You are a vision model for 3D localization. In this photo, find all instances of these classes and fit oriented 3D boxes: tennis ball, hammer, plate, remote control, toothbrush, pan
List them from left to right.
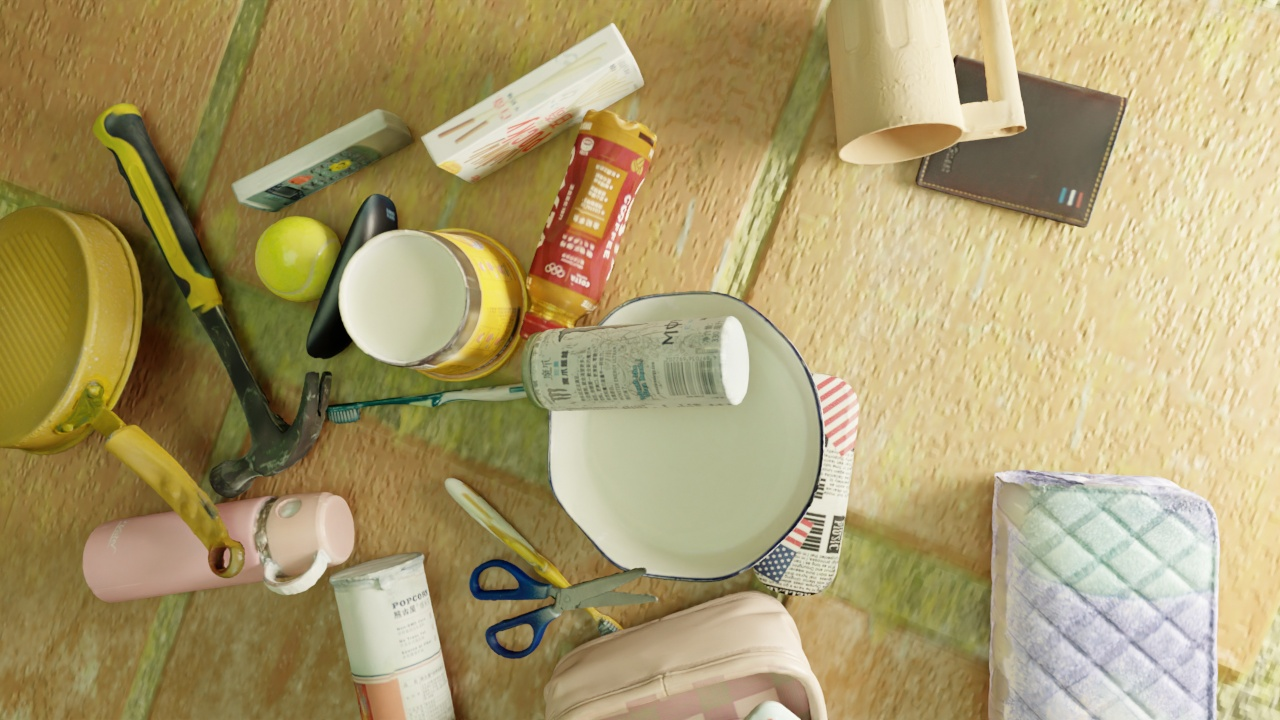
[{"bbox_3d":[-0.416,0.030,0.704,0.198,0.078,0.357,-49,66,12],"label":"pan"},{"bbox_3d":[-0.350,-0.060,0.733,0.126,0.031,0.323,-29,85,15],"label":"hammer"},{"bbox_3d":[-0.262,-0.078,0.707,0.065,0.065,0.065,0,91,8],"label":"tennis ball"},{"bbox_3d":[-0.243,-0.152,0.707,0.135,0.056,0.019,-24,88,7],"label":"remote control"},{"bbox_3d":[-0.217,-0.061,0.706,0.024,0.053,0.136,24,94,16],"label":"remote control"},{"bbox_3d":[-0.158,0.033,0.718,0.192,0.016,0.018,-6,100,9],"label":"toothbrush"},{"bbox_3d":[-0.081,0.156,0.706,0.191,0.018,0.016,42,94,4],"label":"toothbrush"},{"bbox_3d":[0.032,0.054,0.655,0.205,0.045,0.205,-2,86,22],"label":"plate"}]

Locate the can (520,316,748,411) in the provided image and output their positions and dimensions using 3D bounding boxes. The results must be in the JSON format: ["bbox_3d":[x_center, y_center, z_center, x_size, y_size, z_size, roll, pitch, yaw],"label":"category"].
[{"bbox_3d":[-0.004,0.004,0.616,0.147,0.058,0.058,-3,90,23],"label":"can"}]

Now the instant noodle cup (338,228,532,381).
[{"bbox_3d":[-0.150,-0.042,0.666,0.118,0.114,0.118,0,91,8],"label":"instant noodle cup"}]

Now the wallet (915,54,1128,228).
[{"bbox_3d":[0.269,-0.155,0.652,0.122,0.020,0.096,18,93,10],"label":"wallet"}]

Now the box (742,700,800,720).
[{"bbox_3d":[0.096,0.335,0.619,0.161,0.058,0.201,-42,109,8],"label":"box"}]

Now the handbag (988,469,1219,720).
[{"bbox_3d":[0.308,0.174,0.623,0.134,0.075,0.194,2,90,13],"label":"handbag"}]

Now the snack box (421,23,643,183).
[{"bbox_3d":[-0.075,-0.183,0.668,0.157,0.084,0.027,-29,88,8],"label":"snack box"}]

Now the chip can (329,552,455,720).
[{"bbox_3d":[-0.177,0.260,0.696,0.071,0.071,0.214,-13,89,8],"label":"chip can"}]

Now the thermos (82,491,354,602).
[{"bbox_3d":[-0.326,0.151,0.711,0.199,0.087,0.067,-8,131,9],"label":"thermos"}]

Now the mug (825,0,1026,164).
[{"bbox_3d":[0.192,-0.199,0.628,0.125,0.084,0.103,-6,85,7],"label":"mug"}]

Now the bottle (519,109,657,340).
[{"bbox_3d":[-0.042,-0.093,0.678,0.057,0.057,0.175,20,94,7],"label":"bottle"}]

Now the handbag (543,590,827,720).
[{"bbox_3d":[0.049,0.301,0.664,0.193,0.093,0.234,-17,103,5],"label":"handbag"}]

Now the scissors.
[{"bbox_3d":[-0.064,0.167,0.676,0.133,0.012,0.173,47,118,17],"label":"scissors"}]

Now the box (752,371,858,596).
[{"bbox_3d":[0.119,0.089,0.669,0.069,0.052,0.164,10,91,22],"label":"box"}]
